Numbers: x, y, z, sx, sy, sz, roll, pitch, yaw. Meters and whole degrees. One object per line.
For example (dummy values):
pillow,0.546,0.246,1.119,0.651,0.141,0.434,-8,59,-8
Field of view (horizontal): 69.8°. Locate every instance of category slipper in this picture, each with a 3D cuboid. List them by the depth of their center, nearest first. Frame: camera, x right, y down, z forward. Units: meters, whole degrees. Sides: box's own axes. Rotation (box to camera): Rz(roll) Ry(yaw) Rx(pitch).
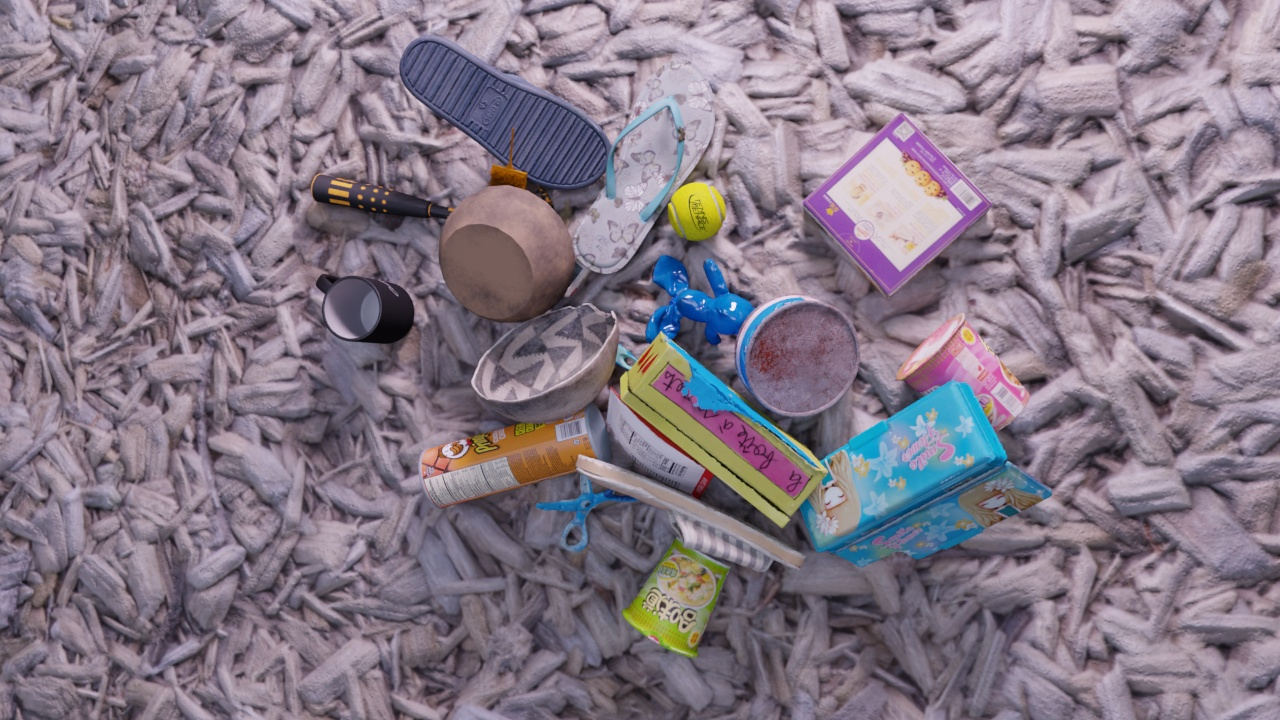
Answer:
slipper,0.050,0.172,1.007,0.272,0.114,0.054,26,90,-2
slipper,0.010,-0.221,1.057,0.098,0.054,0.269,26,91,-1
slipper,-0.158,-0.289,1.086,0.263,0.082,0.101,29,102,-12

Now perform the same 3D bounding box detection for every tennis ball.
tennis ball,0.064,-0.170,1.047,0.065,0.065,0.065,0,89,12

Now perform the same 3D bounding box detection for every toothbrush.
toothbrush,-0.006,0.006,1.086,0.135,0.017,0.022,34,100,10

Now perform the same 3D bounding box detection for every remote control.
remote control,-0.064,-0.133,1.100,0.038,0.018,0.126,40,98,10

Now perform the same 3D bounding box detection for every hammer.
hammer,-0.260,-0.190,1.138,0.321,0.036,0.123,13,91,10

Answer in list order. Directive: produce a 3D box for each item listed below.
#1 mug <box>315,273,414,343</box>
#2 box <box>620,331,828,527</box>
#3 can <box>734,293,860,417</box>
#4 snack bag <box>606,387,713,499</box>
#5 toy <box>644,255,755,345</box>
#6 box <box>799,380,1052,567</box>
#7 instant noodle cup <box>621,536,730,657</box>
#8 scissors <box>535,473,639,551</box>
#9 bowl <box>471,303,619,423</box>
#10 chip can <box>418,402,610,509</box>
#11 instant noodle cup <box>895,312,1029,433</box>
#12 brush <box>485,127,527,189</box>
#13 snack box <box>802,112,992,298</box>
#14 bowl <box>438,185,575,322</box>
mug,-0.345,-0.070,1.126,0.113,0.088,0.078,34,96,11
box,0.083,0.070,0.985,0.221,0.124,0.083,37,96,-9
can,0.171,-0.006,1.004,0.130,0.044,0.130,-3,106,-10
snack bag,0.016,0.098,1.026,0.144,0.131,0.039,40,72,10
toy,0.080,-0.050,1.044,0.176,0.071,0.112,21,83,12
box,0.284,0.142,0.961,0.228,0.085,0.169,-38,91,34
instant noodle cup,0.047,0.263,1.038,0.099,0.099,0.108,28,86,11
scissors,-0.055,0.169,1.073,0.139,0.011,0.134,-11,123,-14
bowl,-0.097,0.017,1.049,0.178,0.178,0.081,-19,119,12
chip can,-0.149,0.114,1.087,0.215,0.075,0.075,-16,86,12
instant noodle cup,0.346,0.022,0.974,0.108,0.097,0.098,44,98,2
brush,-0.156,-0.203,1.067,0.048,0.017,0.127,16,124,8
snack box,0.280,-0.169,1.011,0.148,0.040,0.143,-42,81,9
bowl,-0.162,-0.115,1.061,0.162,0.070,0.162,9,120,16
